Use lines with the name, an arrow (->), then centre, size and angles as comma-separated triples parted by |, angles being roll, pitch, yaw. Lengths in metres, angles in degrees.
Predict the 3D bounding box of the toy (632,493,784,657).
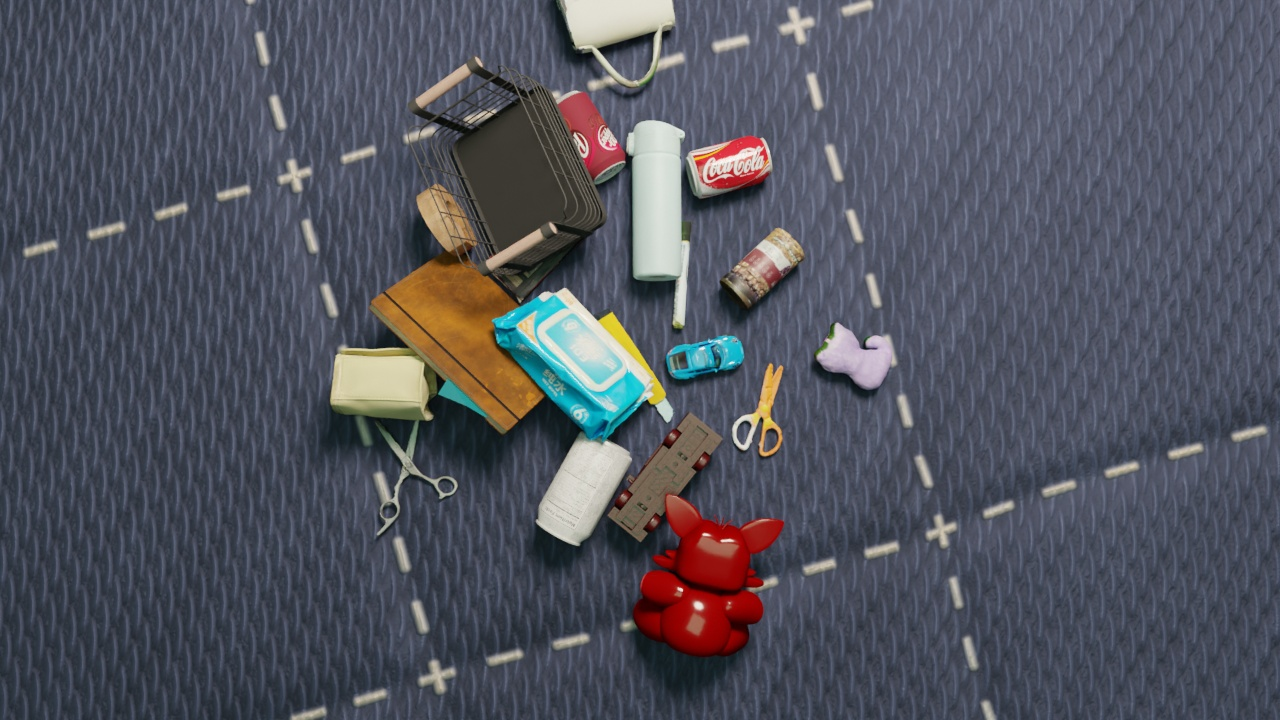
toy -> 0.084, 0.278, 1.170 | 0.158, 0.120, 0.197 | 14, 97, 2

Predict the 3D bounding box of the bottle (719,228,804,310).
bottle -> 0.162, -0.121, 1.218 | 0.105, 0.056, 0.056 | -43, 89, -3

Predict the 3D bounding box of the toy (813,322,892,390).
toy -> 0.287, -0.009, 1.226 | 0.099, 0.036, 0.080 | 32, 77, -4

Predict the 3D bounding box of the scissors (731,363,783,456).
scissors -> 0.160, 0.062, 1.233 | 0.073, 0.012, 0.131 | 8, 88, -1

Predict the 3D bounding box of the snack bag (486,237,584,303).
snack bag -> -0.133, -0.159, 1.235 | 0.074, 0.018, 0.155 | 45, 87, 2

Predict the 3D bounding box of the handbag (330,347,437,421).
handbag -> -0.328, 0.035, 1.178 | 0.119, 0.111, 0.081 | 2, 72, -3

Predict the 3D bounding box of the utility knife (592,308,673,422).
utility knife -> -0.007, 0.007, 1.230 | 0.030, 0.017, 0.175 | -33, 88, 3

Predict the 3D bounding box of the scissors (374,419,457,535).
scissors -> -0.316, 0.152, 1.220 | 0.141, 0.014, 0.171 | 32, 84, -2

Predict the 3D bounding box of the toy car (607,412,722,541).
toy car -> 0.031, 0.150, 1.202 | 0.070, 0.062, 0.170 | 39, 87, 1

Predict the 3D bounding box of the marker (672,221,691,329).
marker -> 0.056, -0.115, 1.237 | 0.017, 0.017, 0.146 | 5, 88, -1

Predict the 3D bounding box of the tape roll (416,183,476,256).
tape roll -> -0.252, -0.183, 1.195 | 0.027, 0.094, 0.094 | -30, 88, 8

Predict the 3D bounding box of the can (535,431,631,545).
can -> -0.074, 0.164, 1.192 | 0.078, 0.078, 0.136 | 29, 87, 0

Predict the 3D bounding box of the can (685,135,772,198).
can -> 0.117, -0.258, 1.220 | 0.105, 0.064, 0.064 | -15, 88, -2

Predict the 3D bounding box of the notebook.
notebook -> -0.207, -0.022, 1.176 | 0.249, 0.014, 0.177 | 43, 48, 1

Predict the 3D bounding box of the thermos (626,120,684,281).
thermos -> 0.021, -0.211, 1.216 | 0.078, 0.065, 0.207 | -1, 88, 1

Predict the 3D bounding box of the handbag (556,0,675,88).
handbag -> -0.024, -0.451, 1.222 | 0.151, 0.074, 0.176 | -15, 88, -2

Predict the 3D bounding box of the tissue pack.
tissue pack -> -0.086, -0.002, 1.184 | 0.209, 0.066, 0.116 | 45, 48, 5

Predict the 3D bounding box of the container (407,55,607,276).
container -> -0.170, -0.233, 1.147 | 0.163, 0.130, 0.241 | -27, 81, 20

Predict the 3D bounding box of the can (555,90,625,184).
can -> -0.072, -0.296, 1.219 | 0.063, 0.063, 0.114 | -32, 88, -2

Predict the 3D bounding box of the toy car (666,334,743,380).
toy car -> 0.087, -0.005, 1.225 | 0.105, 0.032, 0.048 | -11, 87, -3
